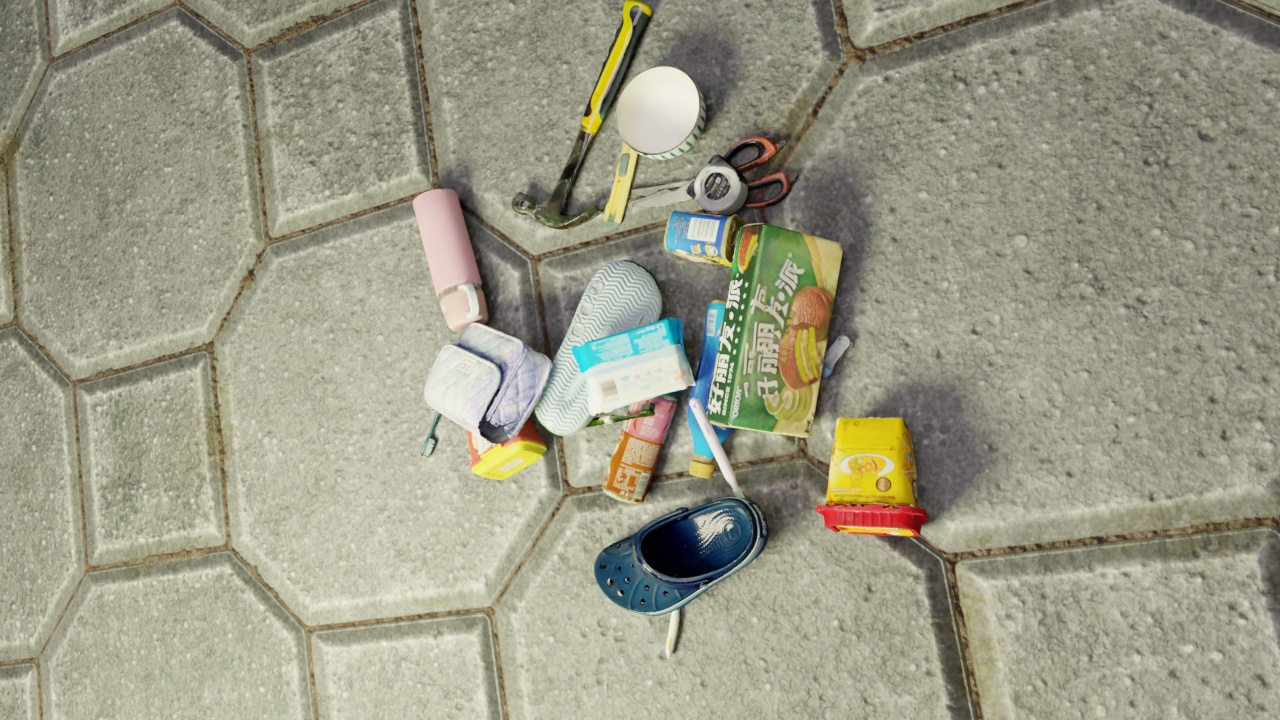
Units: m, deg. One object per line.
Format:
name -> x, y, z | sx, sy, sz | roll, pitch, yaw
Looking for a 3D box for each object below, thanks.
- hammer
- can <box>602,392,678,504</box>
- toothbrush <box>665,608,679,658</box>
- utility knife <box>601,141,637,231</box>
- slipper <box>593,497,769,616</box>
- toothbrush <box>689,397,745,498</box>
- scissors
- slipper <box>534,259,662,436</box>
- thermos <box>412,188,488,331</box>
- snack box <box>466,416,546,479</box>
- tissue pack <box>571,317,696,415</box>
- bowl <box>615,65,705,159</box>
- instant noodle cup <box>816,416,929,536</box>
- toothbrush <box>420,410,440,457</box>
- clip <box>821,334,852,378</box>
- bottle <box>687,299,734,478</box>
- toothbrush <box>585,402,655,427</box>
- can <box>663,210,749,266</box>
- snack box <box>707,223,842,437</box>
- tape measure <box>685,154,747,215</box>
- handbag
hammer -> -0.061, -0.330, 1.248 | 0.126, 0.031, 0.323 | 27, 96, 22
can -> -0.001, 0.107, 1.176 | 0.058, 0.057, 0.147 | 20, 94, 23
toothbrush -> 0.054, 0.284, 1.164 | 0.018, 0.016, 0.191 | 9, 89, 14
utility knife -> -0.019, -0.269, 1.237 | 0.031, 0.021, 0.198 | 14, 87, 24
slipper -> 0.039, 0.240, 1.111 | 0.253, 0.095, 0.105 | -29, 62, 30
toothbrush -> 0.102, 0.128, 1.110 | 0.029, 0.021, 0.189 | -24, 103, 9
scissors -> 0.089, -0.239, 1.187 | 0.205, 0.015, 0.197 | 37, 101, 20
slipper -> -0.051, -0.012, 1.195 | 0.104, 0.074, 0.245 | 30, 90, 13
thermos -> -0.264, -0.144, 1.292 | 0.087, 0.067, 0.198 | -42, 62, 63
snack box -> -0.187, 0.108, 1.244 | 0.091, 0.082, 0.080 | -30, 65, 17
tissue pack -> -0.007, 0.007, 1.118 | 0.140, 0.063, 0.090 | -17, 86, 3
bowl -> 0.033, -0.314, 1.188 | 0.117, 0.066, 0.116 | -2, 84, 22
instant noodle cup -> 0.265, 0.132, 1.041 | 0.116, 0.116, 0.123 | -1, 74, 22
toothbrush -> -0.276, 0.052, 1.319 | 0.018, 0.016, 0.192 | 24, 96, 12
clip -> 0.233, -0.006, 1.109 | 0.026, 0.041, 0.058 | 41, 100, 22
bottle -> 0.096, 0.036, 1.137 | 0.065, 0.065, 0.218 | 11, 91, 23
toothbrush -> -0.046, 0.074, 1.183 | 0.186, 0.012, 0.017 | -14, 62, 46
can -> 0.087, -0.149, 1.136 | 0.083, 0.102, 0.057 | 11, 90, 26
snack box -> 0.159, -0.034, 1.086 | 0.063, 0.114, 0.240 | 10, 90, 65
tape measure -> 0.100, -0.215, 1.154 | 0.066, 0.033, 0.066 | -48, 69, 16
handbag -> -0.207, 0.025, 1.207 | 0.194, 0.075, 0.134 | 17, 76, 55
